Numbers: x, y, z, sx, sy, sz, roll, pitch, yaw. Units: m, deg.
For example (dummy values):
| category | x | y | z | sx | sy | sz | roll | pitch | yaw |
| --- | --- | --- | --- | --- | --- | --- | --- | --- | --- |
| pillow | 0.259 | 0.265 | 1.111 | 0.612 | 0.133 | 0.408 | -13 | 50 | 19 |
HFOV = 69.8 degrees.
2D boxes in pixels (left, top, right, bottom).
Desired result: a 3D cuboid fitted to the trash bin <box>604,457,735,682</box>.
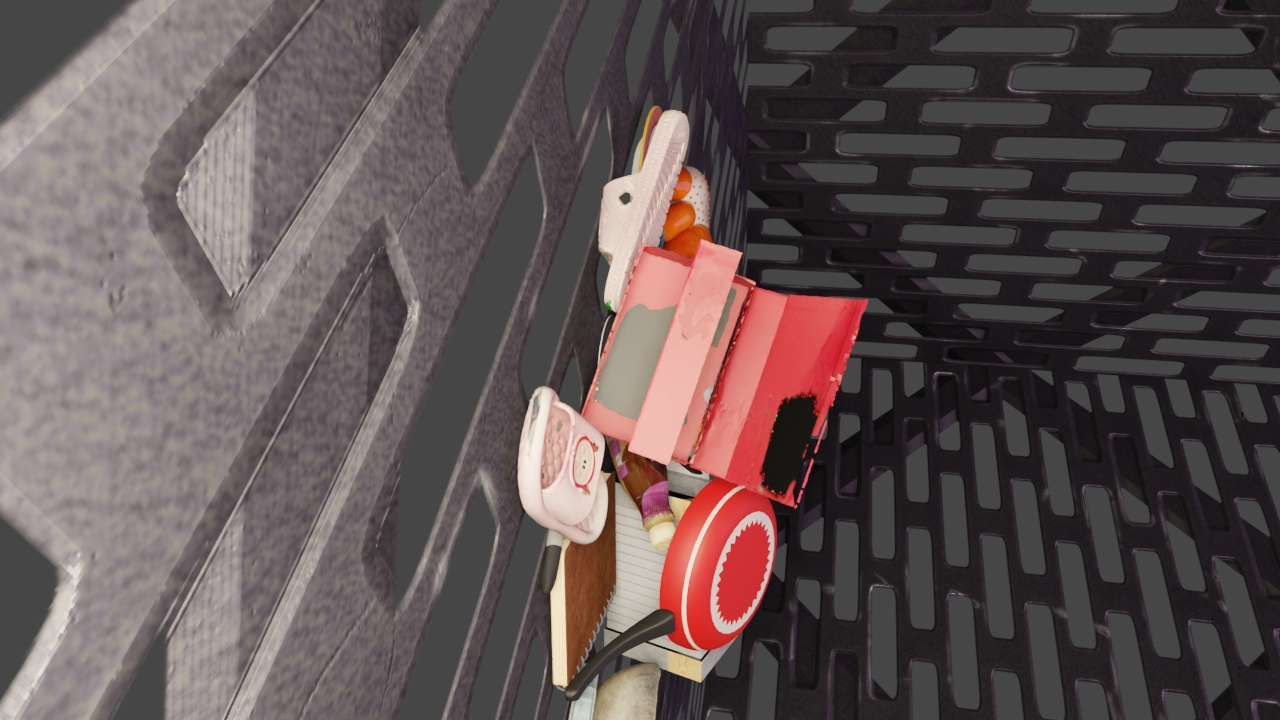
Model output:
| category | x | y | z | sx | sy | sz | roll | pitch | yaw |
| --- | --- | --- | --- | --- | --- | --- | --- | --- | --- |
| trash bin | 0.050 | 0.259 | 1.208 | 0.142 | 0.143 | 0.247 | -28 | 123 | -56 |

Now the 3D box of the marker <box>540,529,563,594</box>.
| category | x | y | z | sx | sy | sz | roll | pitch | yaw |
| --- | --- | --- | --- | --- | --- | --- | --- | --- | --- |
| marker | -0.082 | 0.161 | 0.903 | 0.022 | 0.016 | 0.138 | 139 | -37 | -58 |

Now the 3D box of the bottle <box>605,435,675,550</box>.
| category | x | y | z | sx | sy | sz | roll | pitch | yaw |
| --- | --- | --- | --- | --- | --- | --- | --- | --- | --- |
| bottle | 0.006 | 0.144 | 1.084 | 0.060 | 0.059 | 0.166 | 79 | -7 | -56 |

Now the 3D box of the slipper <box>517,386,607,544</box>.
| category | x | y | z | sx | sy | sz | roll | pitch | yaw |
| --- | --- | --- | --- | --- | --- | --- | --- | --- | --- |
| slipper | -0.064 | 0.106 | 0.836 | 0.222 | 0.056 | 0.106 | 68 | 28 | -57 |

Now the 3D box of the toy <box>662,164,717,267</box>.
| category | x | y | z | sx | sy | sz | roll | pitch | yaw |
| --- | --- | --- | --- | --- | --- | --- | --- | --- | --- |
| toy | 0.052 | -0.166 | 1.213 | 0.163 | 0.093 | 0.172 | -12 | 93 | -82 |

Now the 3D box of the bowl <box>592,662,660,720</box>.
| category | x | y | z | sx | sy | sz | roll | pitch | yaw |
| --- | --- | --- | --- | --- | --- | --- | --- | --- | --- |
| bowl | -0.031 | 0.443 | 1.091 | 0.178 | 0.081 | 0.178 | -174 | -83 | -88 |

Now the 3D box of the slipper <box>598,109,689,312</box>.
| category | x | y | z | sx | sy | sz | roll | pitch | yaw |
| --- | --- | --- | --- | --- | --- | --- | --- | --- | --- |
| slipper | -0.009 | -0.174 | 1.041 | 0.094 | 0.064 | 0.239 | 39 | 69 | -73 |

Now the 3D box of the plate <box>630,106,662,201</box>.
| category | x | y | z | sx | sy | sz | roll | pitch | yaw |
| --- | --- | --- | --- | --- | --- | --- | --- | --- | --- |
| plate | 0.010 | -0.226 | 1.245 | 0.229 | 0.021 | 0.230 | 5 | 89 | -80 |

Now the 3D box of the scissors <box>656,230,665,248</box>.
| category | x | y | z | sx | sy | sz | roll | pitch | yaw |
| --- | --- | --- | --- | --- | --- | --- | --- | --- | --- |
| scissors | 0.002 | -0.130 | 1.138 | 0.149 | 0.019 | 0.123 | -1 | -70 | 62 |

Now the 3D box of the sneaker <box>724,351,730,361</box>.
| category | x | y | z | sx | sy | sz | roll | pitch | yaw |
| --- | --- | --- | --- | --- | --- | --- | --- | --- | --- |
| sneaker | 0.091 | 0.104 | 1.344 | 0.293 | 0.127 | 0.121 | -53 | 138 | -27 |

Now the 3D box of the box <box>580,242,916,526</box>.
| category | x | y | z | sx | sy | sz | roll | pitch | yaw |
| --- | --- | --- | --- | --- | --- | --- | --- | --- | --- |
| box | 0.106 | 0.019 | 0.944 | 0.121 | 0.319 | 0.211 | 29 | 81 | -67 |

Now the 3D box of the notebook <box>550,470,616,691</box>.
| category | x | y | z | sx | sy | sz | roll | pitch | yaw |
| --- | --- | --- | --- | --- | --- | --- | --- | --- | --- |
| notebook | -0.061 | 0.239 | 1.024 | 0.225 | 0.024 | 0.167 | -53 | 145 | -71 |

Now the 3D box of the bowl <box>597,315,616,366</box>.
| category | x | y | z | sx | sy | sz | roll | pitch | yaw |
| --- | --- | --- | --- | --- | --- | --- | --- | --- | --- |
| bowl | -0.007 | 0.007 | 1.112 | 0.120 | 0.066 | 0.120 | 5 | 89 | -80 |

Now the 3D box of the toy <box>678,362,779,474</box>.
| category | x | y | z | sx | sy | sz | roll | pitch | yaw |
| --- | --- | --- | --- | --- | --- | --- | --- | --- | --- |
| toy | 0.061 | 0.056 | 1.085 | 0.183 | 0.140 | 0.159 | 10 | 116 | -54 |

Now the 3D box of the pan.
| category | x | y | z | sx | sy | sz | roll | pitch | yaw |
| --- | --- | --- | --- | --- | --- | --- | --- | --- | --- |
| pan | 0.051 | 0.270 | 1.030 | 0.355 | 0.067 | 0.209 | -35 | 129 | -44 |

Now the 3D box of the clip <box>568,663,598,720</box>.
| category | x | y | z | sx | sy | sz | roll | pitch | yaw |
| --- | --- | --- | --- | --- | --- | --- | --- | --- | --- |
| clip | -0.068 | 0.409 | 0.975 | 0.159 | 0.030 | 0.173 | 94 | 4 | -68 |
